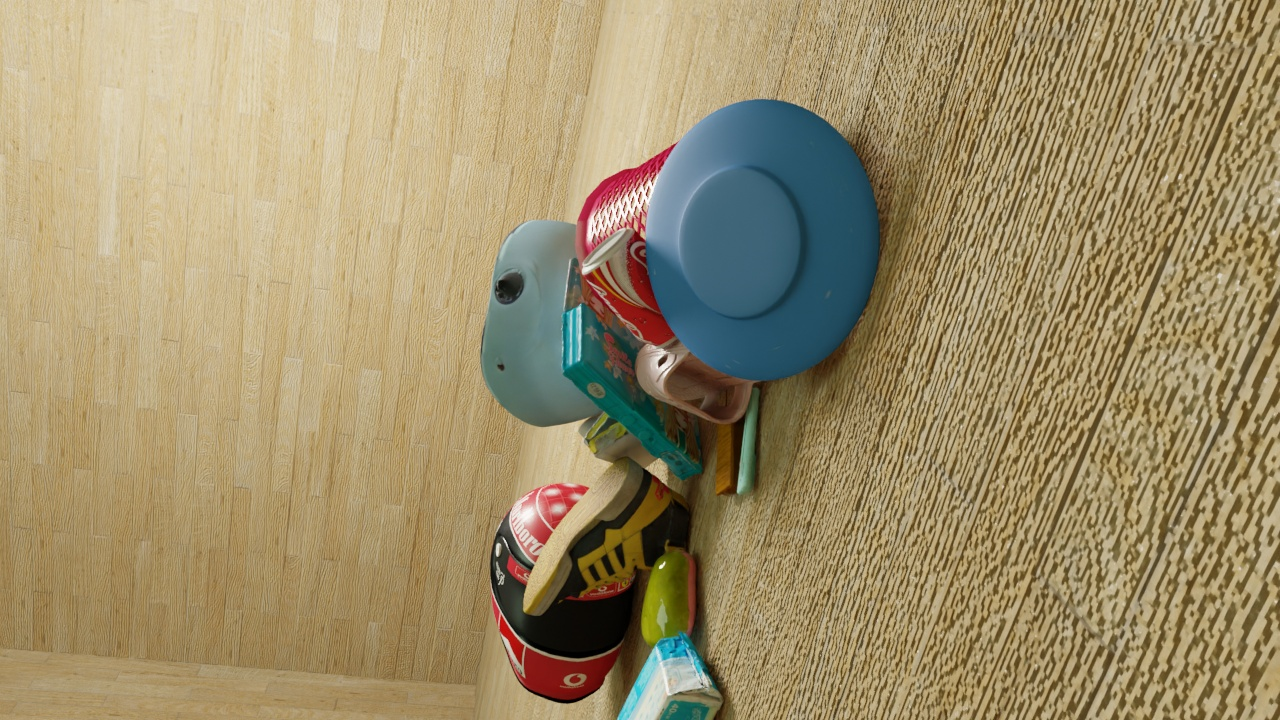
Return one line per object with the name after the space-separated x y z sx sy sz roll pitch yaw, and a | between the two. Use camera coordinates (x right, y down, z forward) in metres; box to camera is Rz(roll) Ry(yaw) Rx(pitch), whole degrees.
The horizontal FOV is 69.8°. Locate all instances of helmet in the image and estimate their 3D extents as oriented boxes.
-0.105 0.289 1.264 0.270 0.197 0.225 -120 39 -59 | helmet
-0.080 -0.052 1.148 0.225 0.167 0.265 19 -112 -61 | helmet

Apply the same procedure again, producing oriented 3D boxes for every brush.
0.092 0.070 0.920 0.048 0.017 0.126 124 153 -64 | brush

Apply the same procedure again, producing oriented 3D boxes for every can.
0.000 -0.066 0.850 0.064 0.105 0.064 -37 16 13 | can

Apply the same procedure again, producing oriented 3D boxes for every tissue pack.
0.026 0.345 0.887 0.093 0.061 0.144 -120 54 -73 | tissue pack

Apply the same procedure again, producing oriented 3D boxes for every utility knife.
0.105 0.068 0.873 0.022 0.015 0.120 128 152 -70 | utility knife

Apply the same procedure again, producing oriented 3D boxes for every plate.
0.083 -0.094 0.733 0.225 0.024 0.224 8 102 41 | plate

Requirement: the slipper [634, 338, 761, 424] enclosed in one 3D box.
0.059 0.019 0.866 0.240 0.094 0.064 -22 47 63 | slipper

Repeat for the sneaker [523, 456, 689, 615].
-0.034 0.228 1.083 0.239 0.122 0.086 -53 17 22 | sneaker

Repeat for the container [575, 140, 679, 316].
0.056 -0.141 0.909 0.226 0.183 0.183 158 120 -68 | container

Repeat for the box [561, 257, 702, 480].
-0.008 0.007 1.022 0.039 0.227 0.181 -26 42 23 | box

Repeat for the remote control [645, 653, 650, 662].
0.006 0.375 1.029 0.152 0.020 0.041 -64 -9 -86 | remote control

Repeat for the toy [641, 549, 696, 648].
0.033 0.256 0.985 0.090 0.051 0.109 140 140 -69 | toy

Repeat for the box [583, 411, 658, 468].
-0.016 0.094 1.099 0.044 0.066 0.210 52 -176 17 | box

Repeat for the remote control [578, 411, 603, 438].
-0.025 0.083 1.216 0.138 0.060 0.025 -32 -23 -57 | remote control
